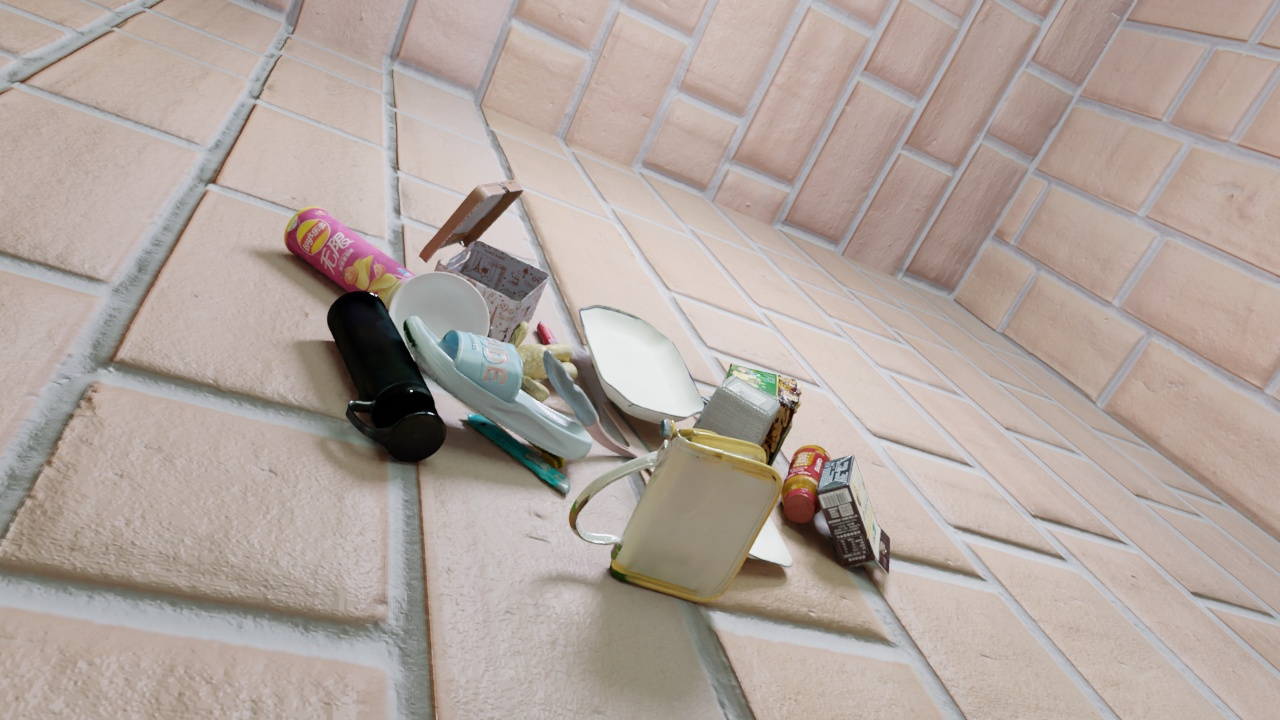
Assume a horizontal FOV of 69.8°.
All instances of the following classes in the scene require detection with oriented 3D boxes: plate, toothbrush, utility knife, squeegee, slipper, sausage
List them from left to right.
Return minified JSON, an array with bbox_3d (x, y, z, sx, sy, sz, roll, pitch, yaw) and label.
[{"bbox_3d":[-0.160,0.067,1.045,0.190,0.016,0.016,35,27,22],"label":"toothbrush"},{"bbox_3d":[-0.145,0.024,0.985,0.245,0.074,0.104,35,3,-22],"label":"slipper"},{"bbox_3d":[-0.134,0.098,1.002,0.157,0.013,0.029,33,21,19],"label":"utility knife"},{"bbox_3d":[-0.124,-0.018,1.306,0.020,0.020,0.155,16,22,-28],"label":"sausage"},{"bbox_3d":[-0.051,0.067,1.064,0.249,0.040,0.247,49,0,-43],"label":"squeegee"},{"bbox_3d":[-0.008,0.007,1.269,0.162,0.034,0.265,16,27,-26],"label":"plate"},{"bbox_3d":[0.029,0.135,1.015,0.018,0.016,0.191,29,39,-24],"label":"toothbrush"},{"bbox_3d":[0.094,0.164,1.039,0.164,0.034,0.163,31,24,-39],"label":"plate"}]

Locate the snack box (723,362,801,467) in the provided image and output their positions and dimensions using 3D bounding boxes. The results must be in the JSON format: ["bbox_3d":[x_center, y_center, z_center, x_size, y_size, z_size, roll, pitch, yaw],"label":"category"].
[{"bbox_3d":[0.153,0.072,1.281,0.105,0.118,0.118,24,21,2],"label":"snack box"}]

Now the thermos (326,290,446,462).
[{"bbox_3d":[-0.279,0.009,0.961,0.089,0.068,0.242,12,24,-37],"label":"thermos"}]

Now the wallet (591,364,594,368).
[{"bbox_3d":[-0.005,0.025,1.351,0.115,0.020,0.101,30,18,15],"label":"wallet"}]

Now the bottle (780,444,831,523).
[{"bbox_3d":[0.220,0.164,1.216,0.057,0.057,0.174,29,19,7],"label":"bottle"}]

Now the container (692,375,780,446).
[{"bbox_3d":[0.118,0.090,1.190,0.090,0.114,0.090,31,19,11],"label":"container"}]

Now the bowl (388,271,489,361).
[{"bbox_3d":[-0.248,-0.043,1.119,0.118,0.118,0.065,22,-17,-13],"label":"bowl"}]

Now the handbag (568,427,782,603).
[{"bbox_3d":[0.025,0.138,0.876,0.178,0.163,0.063,18,19,-20],"label":"handbag"}]

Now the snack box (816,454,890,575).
[{"bbox_3d":[0.268,0.195,1.149,0.113,0.053,0.125,-39,110,-69],"label":"snack box"}]

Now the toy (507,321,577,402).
[{"bbox_3d":[-0.140,0.004,1.166,0.066,0.105,0.157,-14,-7,39],"label":"toy"}]

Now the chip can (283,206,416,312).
[{"bbox_3d":[-0.361,-0.119,1.183,0.210,0.071,0.071,33,20,19],"label":"chip can"}]

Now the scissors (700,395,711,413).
[{"bbox_3d":[0.077,0.053,1.346,0.159,0.014,0.175,11,33,-50],"label":"scissors"}]

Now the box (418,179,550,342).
[{"bbox_3d":[-0.204,-0.154,1.288,0.156,0.193,0.182,28,20,0],"label":"box"}]
